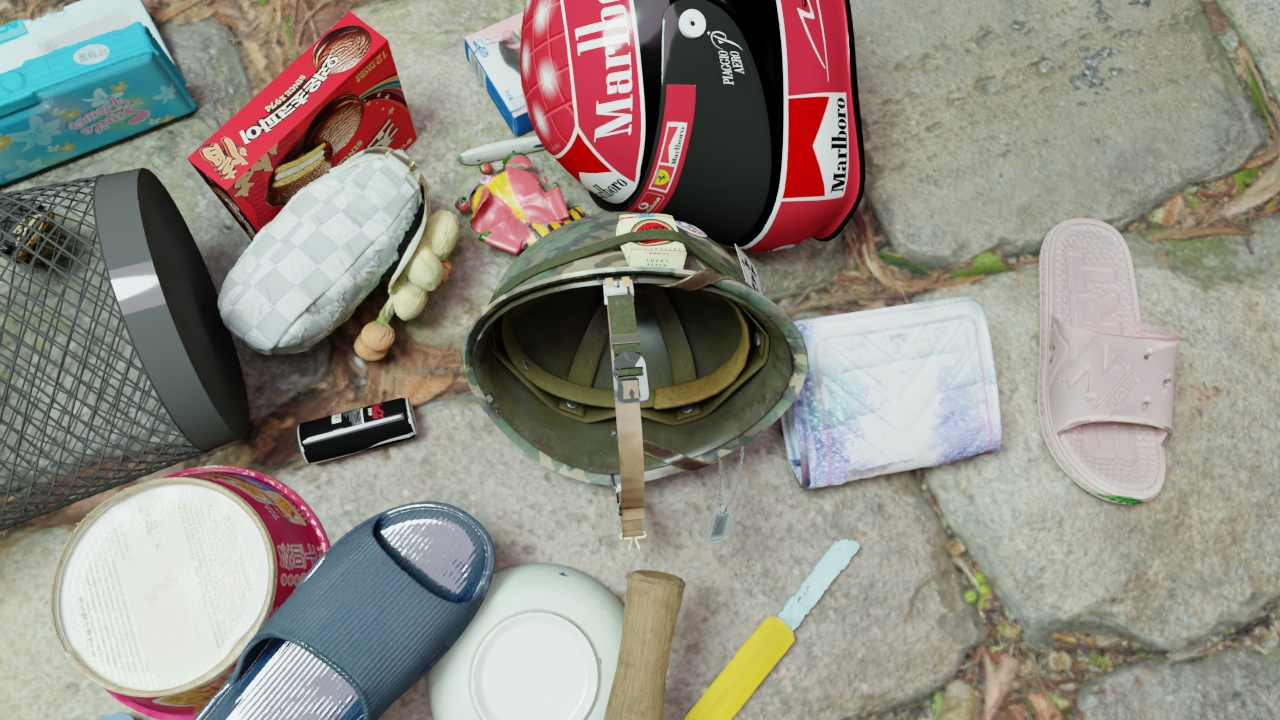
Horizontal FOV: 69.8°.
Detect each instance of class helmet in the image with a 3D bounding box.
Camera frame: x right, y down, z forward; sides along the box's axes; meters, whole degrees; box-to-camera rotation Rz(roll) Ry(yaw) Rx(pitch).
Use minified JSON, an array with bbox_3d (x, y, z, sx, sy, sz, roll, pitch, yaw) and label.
[{"bbox_3d":[-0.003,0.003,0.613,0.224,0.193,0.235,9,42,12],"label":"helmet"},{"bbox_3d":[0.026,-0.208,0.671,0.224,0.198,0.271,-9,94,-20],"label":"helmet"}]

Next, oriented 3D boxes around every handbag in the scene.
[{"bbox_3d":[-0.213,-0.065,0.670,0.123,0.112,0.171,45,82,-15],"label":"handbag"},{"bbox_3d":[0.184,0.024,0.700,0.158,0.069,0.126,-8,88,-6],"label":"handbag"}]

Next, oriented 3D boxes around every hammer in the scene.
[{"bbox_3d":[-0.010,0.285,0.573,0.132,0.040,0.305,10,90,-12],"label":"hammer"}]

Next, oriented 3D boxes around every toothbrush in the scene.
[{"bbox_3d":[-0.062,-0.192,0.768,0.189,0.016,0.017,-16,65,-9],"label":"toothbrush"}]

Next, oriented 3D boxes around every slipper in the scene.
[{"bbox_3d":[-0.196,0.188,0.546,0.101,0.083,0.263,41,74,4],"label":"slipper"},{"bbox_3d":[0.367,-0.009,0.721,0.094,0.064,0.239,3,72,-3],"label":"slipper"}]

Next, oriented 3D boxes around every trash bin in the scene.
[{"bbox_3d":[-0.400,-0.002,0.586,0.227,0.218,0.217,-19,76,-14],"label":"trash bin"}]

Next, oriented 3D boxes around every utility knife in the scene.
[{"bbox_3d":[0.085,0.215,0.657,0.030,0.019,0.227,42,80,2],"label":"utility knife"}]

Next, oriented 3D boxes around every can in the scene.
[{"bbox_3d":[-0.207,0.051,0.675,0.080,0.031,0.031,-15,75,-9],"label":"can"}]

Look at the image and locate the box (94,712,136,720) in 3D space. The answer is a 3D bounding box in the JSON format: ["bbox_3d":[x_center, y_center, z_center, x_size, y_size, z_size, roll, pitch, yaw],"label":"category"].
[{"bbox_3d":[-0.414,0.311,0.576,0.209,0.047,0.122,-17,74,-8],"label":"box"}]

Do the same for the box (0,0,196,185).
[{"bbox_3d":[-0.482,-0.215,0.701,0.226,0.097,0.117,-26,79,-11],"label":"box"}]

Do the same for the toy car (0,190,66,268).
[{"bbox_3d":[-0.468,-0.095,0.692,0.112,0.047,0.047,17,70,31],"label":"toy car"}]

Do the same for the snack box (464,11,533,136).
[{"bbox_3d":[-0.060,-0.262,0.779,0.154,0.033,0.088,-29,79,-12],"label":"snack box"}]

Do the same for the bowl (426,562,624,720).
[{"bbox_3d":[-0.070,0.212,0.618,0.153,0.073,0.153,1,75,-5],"label":"bowl"}]

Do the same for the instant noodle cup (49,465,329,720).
[{"bbox_3d":[-0.305,0.152,0.615,0.178,0.078,0.178,1,73,-4],"label":"instant noodle cup"}]

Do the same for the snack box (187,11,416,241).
[{"bbox_3d":[-0.241,-0.158,0.682,0.036,0.133,0.151,38,74,7],"label":"snack box"}]

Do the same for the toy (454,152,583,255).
[{"bbox_3d":[-0.095,-0.118,0.730,0.103,0.046,0.084,29,60,0],"label":"toy"}]
